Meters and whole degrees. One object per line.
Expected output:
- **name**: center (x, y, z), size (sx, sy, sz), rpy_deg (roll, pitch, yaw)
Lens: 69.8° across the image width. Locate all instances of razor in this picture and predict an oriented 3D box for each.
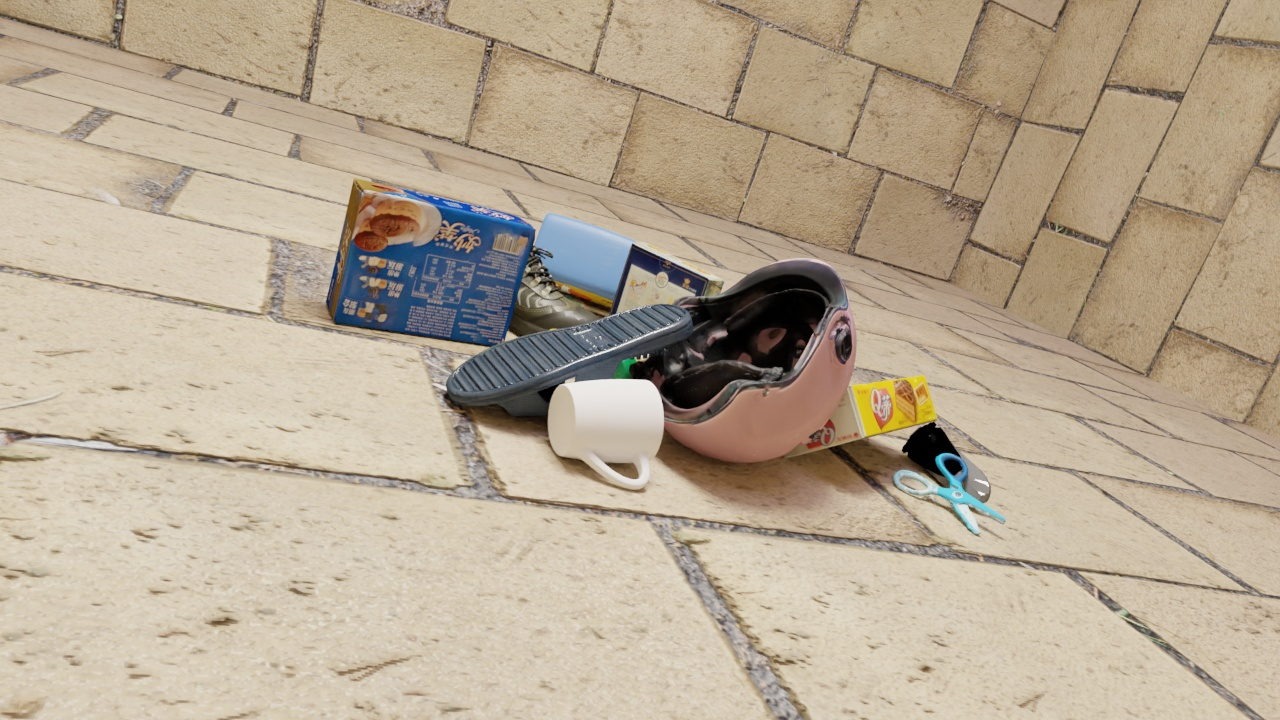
- **razor**: center (0.386, 0.132, 1.149), size (0.060, 0.057, 0.156), rpy_deg (42, 8, -37)

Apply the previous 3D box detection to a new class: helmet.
- **helmet**: center (0.130, 0.007, 0.989), size (0.231, 0.152, 0.254), rpy_deg (-3, 41, 44)

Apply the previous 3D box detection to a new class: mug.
- **mug**: center (-0.031, 0.071, 0.865), size (0.087, 0.081, 0.114), rpy_deg (3, 52, -27)

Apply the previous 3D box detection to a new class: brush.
- **brush**: center (-0.041, -0.069, 1.423), size (0.217, 0.012, 0.033), rpy_deg (17, 15, -10)

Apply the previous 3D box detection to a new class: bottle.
- **bottle**: center (-0.007, 0.007, 1.145), size (0.043, 0.043, 0.110), rpy_deg (26, 17, 26)

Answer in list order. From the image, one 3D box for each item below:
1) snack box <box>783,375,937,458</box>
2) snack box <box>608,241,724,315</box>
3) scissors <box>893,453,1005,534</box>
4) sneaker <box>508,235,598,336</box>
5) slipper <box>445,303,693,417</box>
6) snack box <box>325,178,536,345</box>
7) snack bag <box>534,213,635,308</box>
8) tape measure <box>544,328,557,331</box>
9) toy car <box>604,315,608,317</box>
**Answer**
- **snack box**: center (0.265, 0.065, 1.115), size (0.110, 0.061, 0.229), rpy_deg (-21, -11, 36)
- **snack box**: center (0.029, -0.069, 1.250), size (0.144, 0.145, 0.042), rpy_deg (30, 19, 35)
- **scissors**: center (0.374, 0.151, 1.071), size (0.114, 0.013, 0.140), rpy_deg (-29, 40, -32)
- **sneaker**: center (-0.143, -0.112, 1.207), size (0.238, 0.143, 0.101), rpy_deg (22, 16, 12)
- **slipper**: center (-0.063, 0.015, 0.943), size (0.263, 0.083, 0.101), rpy_deg (-18, 27, -17)
- **snack box**: center (-0.243, -0.110, 1.067), size (0.202, 0.155, 0.069), rpy_deg (8, 20, -31)
- **snack bag**: center (-0.088, -0.142, 1.460), size (0.159, 0.102, 0.205), rpy_deg (19, -10, 0)
- **tape measure**: center (-0.100, -0.004, 1.033), size (0.037, 0.066, 0.064), rpy_deg (18, 20, 13)
- **toy car**: center (-0.027, -0.030, 1.200), size (0.030, 0.049, 0.106), rpy_deg (6, -2, 21)
